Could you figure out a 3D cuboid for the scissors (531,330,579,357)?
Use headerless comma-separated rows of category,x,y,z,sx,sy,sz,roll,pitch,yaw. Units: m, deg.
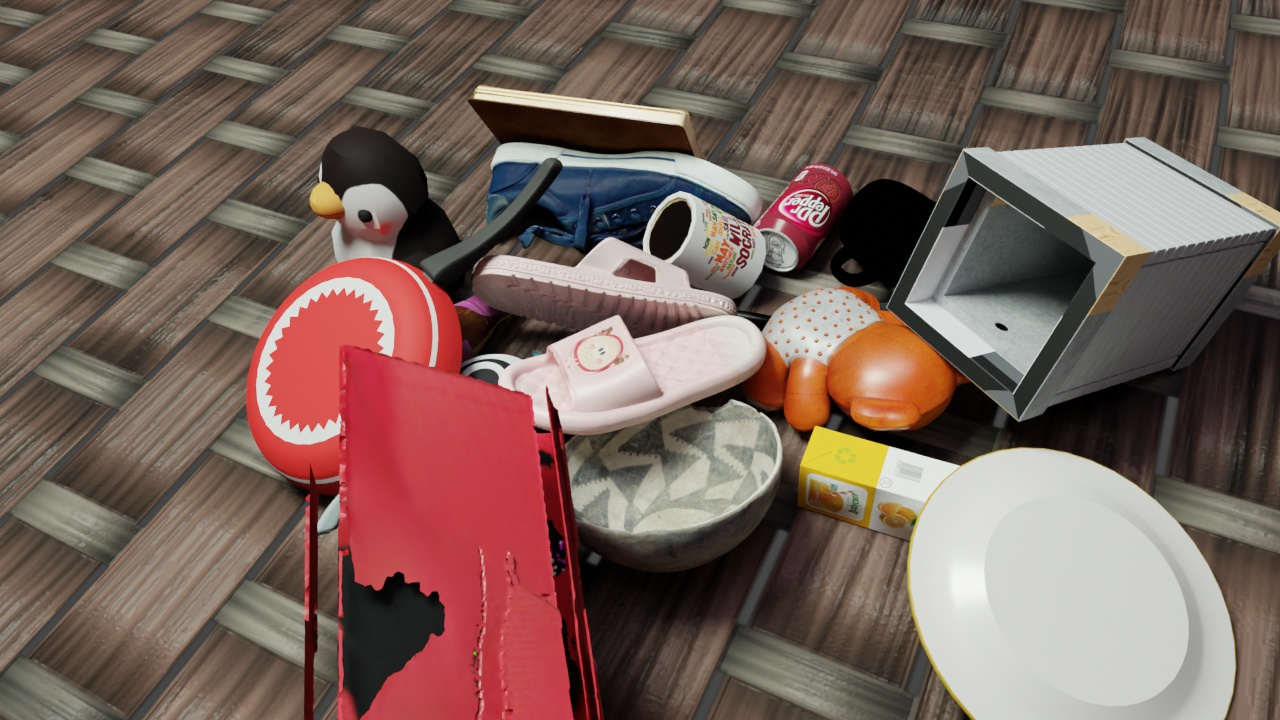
scissors,-0.054,0.010,0.820,0.149,0.019,0.122,2,37,30

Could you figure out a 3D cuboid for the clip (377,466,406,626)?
clip,-0.186,0.099,0.707,0.159,0.030,0.173,30,70,-9

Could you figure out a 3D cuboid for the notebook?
notebook,-0.046,-0.225,0.954,0.226,0.167,0.024,12,78,16

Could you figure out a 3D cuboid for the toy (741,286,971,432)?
toy,0.187,0.005,0.775,0.163,0.093,0.172,-32,40,-24

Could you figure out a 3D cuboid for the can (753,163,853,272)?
can,0.161,-0.143,0.917,0.063,0.063,0.113,25,56,25

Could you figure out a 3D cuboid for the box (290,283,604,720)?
box,-0.081,0.119,0.534,0.121,0.319,0.210,-12,58,2

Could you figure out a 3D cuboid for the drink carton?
drink carton,0.186,0.099,0.704,0.122,0.059,0.040,15,52,19

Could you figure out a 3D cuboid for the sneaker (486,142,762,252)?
sneaker,-0.028,-0.145,0.931,0.295,0.121,0.127,7,73,16

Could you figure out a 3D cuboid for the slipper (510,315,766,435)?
slipper,-0.004,0.004,0.745,0.221,0.056,0.106,-13,37,-9

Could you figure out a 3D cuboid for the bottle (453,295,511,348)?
bottle,-0.171,-0.024,0.855,0.060,0.060,0.165,29,58,28

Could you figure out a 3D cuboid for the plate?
plate,0.295,0.161,0.619,0.229,0.021,0.229,4,60,-6

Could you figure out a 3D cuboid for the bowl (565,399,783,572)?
bowl,0.023,0.105,0.694,0.178,0.081,0.178,-11,24,5

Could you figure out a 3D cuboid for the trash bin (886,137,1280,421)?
trash bin,0.355,-0.074,0.727,0.246,0.143,0.142,-11,45,-32

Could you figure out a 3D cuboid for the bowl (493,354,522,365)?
bowl,-0.130,0.038,0.790,0.120,0.066,0.120,-3,49,4

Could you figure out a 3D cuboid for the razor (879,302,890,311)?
razor,0.289,-0.048,0.846,0.144,0.022,0.042,1,48,8

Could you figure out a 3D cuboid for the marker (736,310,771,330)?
marker,0.062,-0.041,0.873,0.139,0.016,0.022,7,73,14

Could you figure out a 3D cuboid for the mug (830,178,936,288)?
mug,0.232,-0.109,0.866,0.121,0.085,0.094,-34,52,-14

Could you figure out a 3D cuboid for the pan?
pan,-0.198,-0.046,0.777,0.356,0.067,0.209,-49,58,2

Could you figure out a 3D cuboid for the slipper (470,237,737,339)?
slipper,-0.031,-0.067,0.832,0.239,0.094,0.064,10,64,1

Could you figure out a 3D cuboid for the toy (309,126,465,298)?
toy,-0.238,-0.142,0.883,0.139,0.184,0.159,-35,54,-24

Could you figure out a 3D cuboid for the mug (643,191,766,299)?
mug,0.050,-0.099,0.870,0.089,0.105,0.073,20,44,-34
